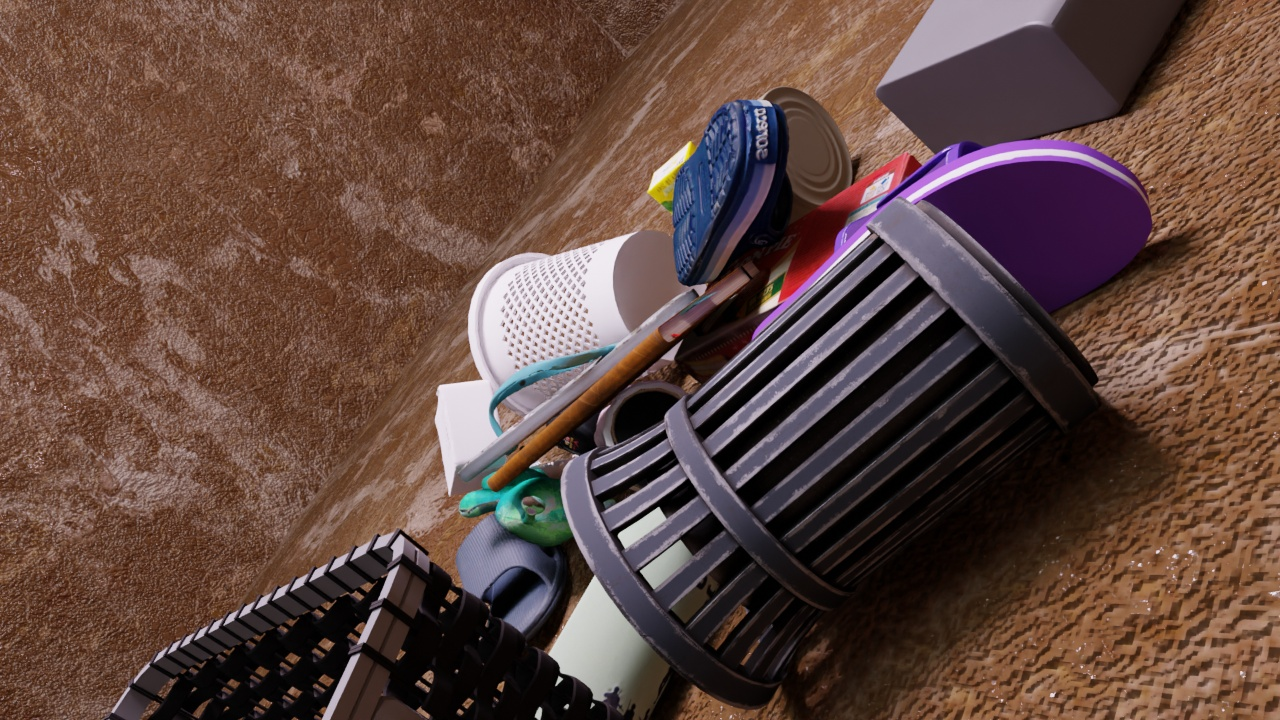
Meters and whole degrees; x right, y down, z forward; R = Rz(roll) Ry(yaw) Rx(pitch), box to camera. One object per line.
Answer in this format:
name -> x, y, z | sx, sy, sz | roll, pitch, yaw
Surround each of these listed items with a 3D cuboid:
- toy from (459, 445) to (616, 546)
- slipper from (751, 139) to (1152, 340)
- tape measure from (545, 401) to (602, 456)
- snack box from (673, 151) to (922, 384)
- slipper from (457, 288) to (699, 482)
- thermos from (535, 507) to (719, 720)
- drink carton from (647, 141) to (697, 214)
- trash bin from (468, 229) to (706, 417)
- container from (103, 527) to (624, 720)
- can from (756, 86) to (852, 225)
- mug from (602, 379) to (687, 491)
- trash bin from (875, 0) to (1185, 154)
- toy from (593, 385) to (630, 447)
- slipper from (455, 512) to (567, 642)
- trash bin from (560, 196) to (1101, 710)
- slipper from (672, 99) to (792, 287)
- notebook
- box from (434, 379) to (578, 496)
toy -> -0.092, 0.119, 0.817 | 0.193, 0.130, 0.072 | -169, 81, -68
slipper -> 0.174, -0.060, 0.577 | 0.267, 0.107, 0.083 | -40, 20, 45
tape measure -> -0.064, 0.069, 0.951 | 0.042, 0.072, 0.072 | -57, -11, -32
snack box -> 0.132, -0.061, 0.740 | 0.237, 0.060, 0.113 | -29, 28, 50
slipper -> -0.064, 0.011, 0.828 | 0.269, 0.054, 0.098 | -37, -2, 6
thermos -> 0.005, 0.152, 0.608 | 0.231, 0.082, 0.082 | -59, 19, -20
drink carton -> 0.077, -0.153, 0.934 | 0.059, 0.134, 0.042 | -35, 26, 36
trash bin -> -0.045, -0.045, 0.972 | 0.200, 0.195, 0.195 | -16, 38, 46
container -> -0.099, 0.255, 0.337 | 0.246, 0.243, 0.246 | -29, 30, 37
can -> 0.133, -0.188, 0.878 | 0.073, 0.128, 0.127 | -26, 30, 49
mug -> 0.025, 0.061, 0.720 | 0.090, 0.105, 0.073 | 87, 179, -74
trash bin -> 0.307, -0.275, 0.676 | 0.219, 0.097, 0.192 | -56, 18, -10
toy -> -0.023, 0.077, 0.879 | 0.110, 0.047, 0.063 | -59, 13, 10
slipper -> -0.135, 0.185, 0.881 | 0.101, 0.082, 0.263 | -50, 16, 7
trash bin -> 0.098, 0.041, 0.475 | 0.228, 0.164, 0.164 | -43, 19, 14
slipper -> 0.083, -0.128, 0.752 | 0.253, 0.095, 0.105 | 125, 141, -77
notebook -> -0.006, 0.006, 0.740 | 0.250, 0.014, 0.178 | -41, -2, 39
box -> -0.135, 0.088, 0.951 | 0.109, 0.136, 0.128 | 117, 140, -64
